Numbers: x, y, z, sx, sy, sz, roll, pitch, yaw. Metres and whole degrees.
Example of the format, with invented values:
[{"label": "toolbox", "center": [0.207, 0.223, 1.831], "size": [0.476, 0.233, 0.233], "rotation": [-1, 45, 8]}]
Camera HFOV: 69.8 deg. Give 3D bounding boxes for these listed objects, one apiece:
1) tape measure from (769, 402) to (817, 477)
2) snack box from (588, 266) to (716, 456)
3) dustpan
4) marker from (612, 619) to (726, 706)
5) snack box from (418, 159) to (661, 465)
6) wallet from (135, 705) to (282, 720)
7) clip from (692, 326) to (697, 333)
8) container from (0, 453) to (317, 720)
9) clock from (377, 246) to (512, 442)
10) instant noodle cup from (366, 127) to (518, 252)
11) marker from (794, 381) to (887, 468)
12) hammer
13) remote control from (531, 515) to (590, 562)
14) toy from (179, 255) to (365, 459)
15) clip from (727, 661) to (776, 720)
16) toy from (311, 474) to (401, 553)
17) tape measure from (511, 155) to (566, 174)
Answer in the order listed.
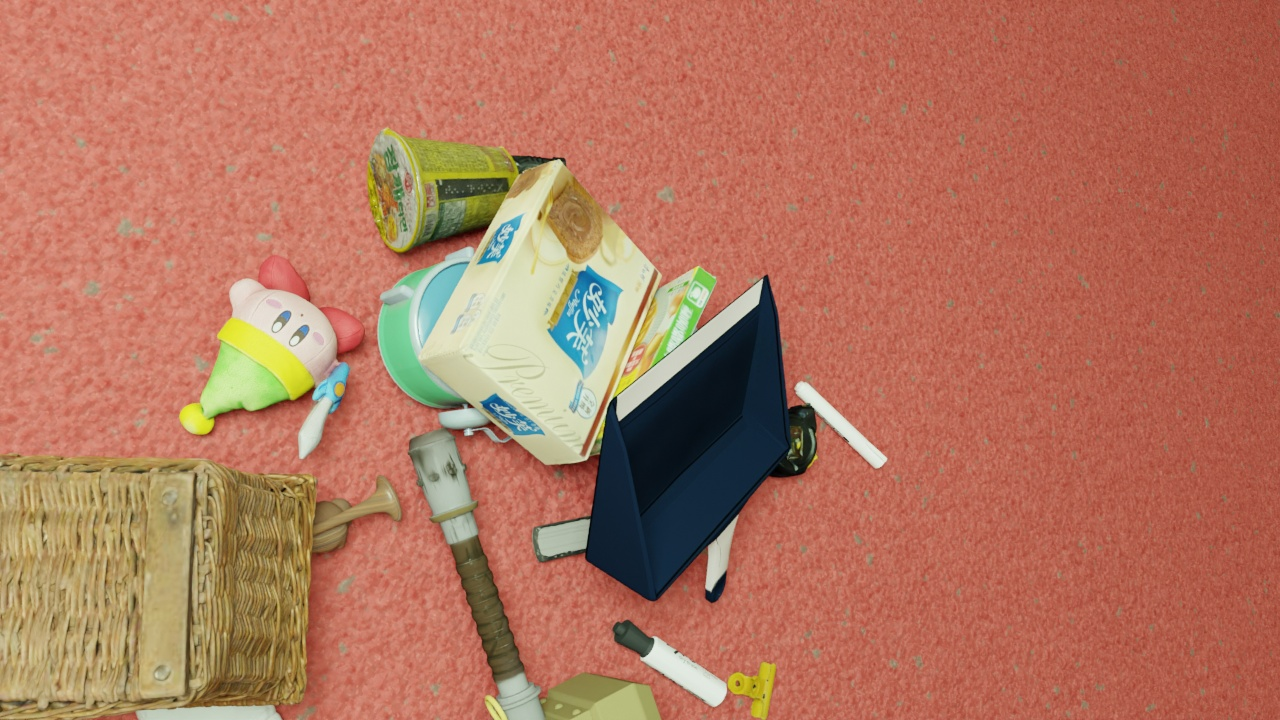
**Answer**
[{"label": "tape measure", "center": [0.147, 0.082, 0.932], "size": [0.071, 0.042, 0.072], "rotation": [-4, 84, -32]}, {"label": "snack box", "center": [-0.005, 0.005, 0.816], "size": [0.027, 0.132, 0.167], "rotation": [34, 66, -18]}, {"label": "dustpan", "center": [0.058, 0.099, 0.783], "size": [0.080, 0.274, 0.235], "rotation": [29, 42, 23]}, {"label": "marker", "center": [0.026, 0.275, 0.837], "size": [0.126, 0.025, 0.025], "rotation": [38, 65, -16]}, {"label": "snack box", "center": [-0.073, -0.041, 0.765], "size": [0.153, 0.055, 0.206], "rotation": [45, 52, -33]}, {"label": "wallet", "center": [-0.317, 0.241, 0.663], "size": [0.086, 0.032, 0.116], "rotation": [-21, 85, -39]}, {"label": "clip", "center": [0.049, 0.056, 0.894], "size": [0.107, 0.028, 0.163], "rotation": [-28, 93, -30]}, {"label": "container", "center": [-0.341, 0.136, 0.548], "size": [0.250, 0.183, 0.162], "rotation": [1, 76, -10]}, {"label": "clock", "center": [-0.146, -0.005, 0.779], "size": [0.121, 0.076, 0.161], "rotation": [-40, 110, -39]}, {"label": "instant noodle cup", "center": [-0.167, -0.149, 0.792], "size": [0.108, 0.102, 0.102], "rotation": [-13, 85, -38]}, {"label": "marker", "center": [0.214, 0.068, 0.982], "size": [0.133, 0.020, 0.017], "rotation": [42, 60, -14]}, {"label": "hammer", "center": [-0.117, 0.211, 0.733], "size": [0.189, 0.101, 0.325], "rotation": [-18, 87, -30]}, {"label": "remote control", "center": [-0.034, 0.155, 0.837], "size": [0.136, 0.013, 0.033], "rotation": [-6, 83, -30]}, {"label": "toy", "center": [-0.285, 0.004, 0.712], "size": [0.124, 0.097, 0.131], "rotation": [45, 44, -19]}, {"label": "clip", "center": [0.106, 0.312, 0.878], "size": [0.046, 0.035, 0.053], "rotation": [31, 67, -39]}, {"label": "toy", "center": [-0.242, 0.127, 0.712], "size": [0.101, 0.055, 0.041], "rotation": [-21, 86, -52]}, {"label": "tape measure", "center": [-0.101, -0.158, 0.854], "size": [0.067, 0.038, 0.062], "rotation": [0, 80, -28]}]
